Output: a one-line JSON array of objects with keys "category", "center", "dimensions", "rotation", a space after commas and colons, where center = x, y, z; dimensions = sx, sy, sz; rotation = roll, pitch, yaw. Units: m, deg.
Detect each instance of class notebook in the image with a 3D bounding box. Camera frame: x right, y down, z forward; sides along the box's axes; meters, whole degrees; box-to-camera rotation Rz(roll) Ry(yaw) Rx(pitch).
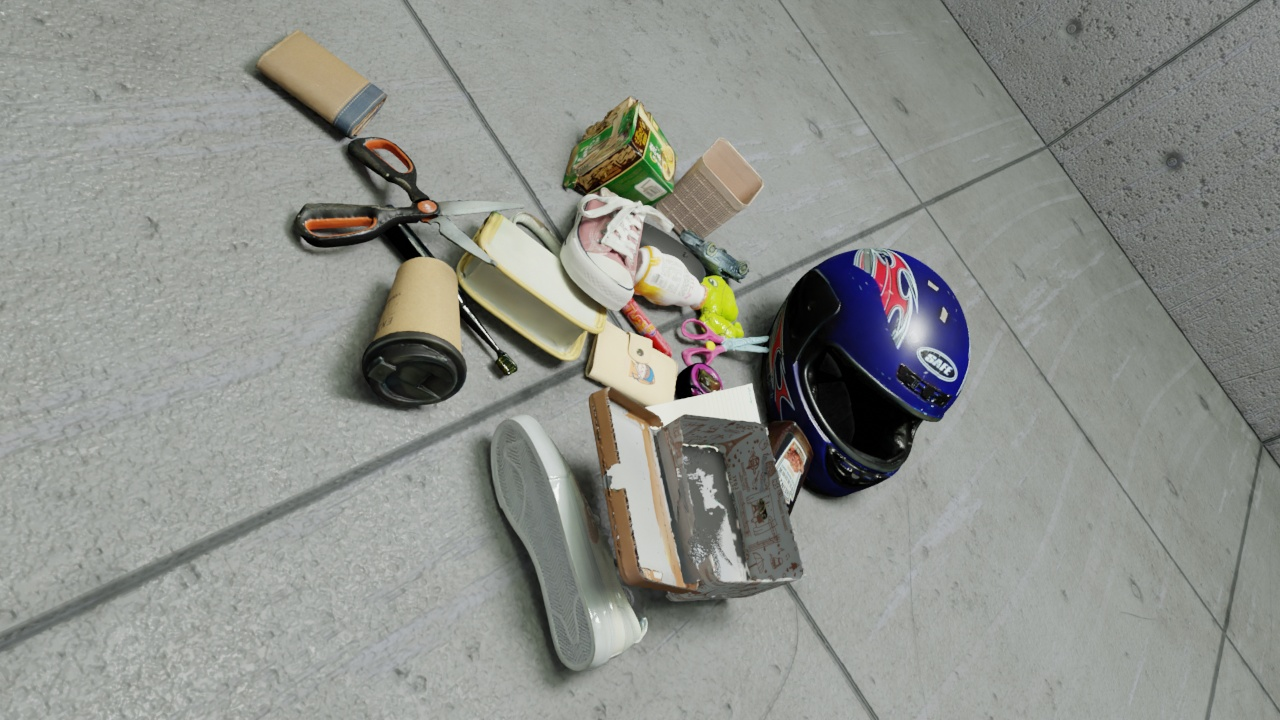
[{"category": "notebook", "center": [0.079, 0.113, 1.047], "dimensions": [0.208, 0.012, 0.150], "rotation": [-10, 85, -46]}]

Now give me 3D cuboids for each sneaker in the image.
[{"category": "sneaker", "center": [-0.061, 0.158, 0.853], "dimensions": [0.090, 0.090, 0.242], "rotation": [-4, 66, -47]}, {"category": "sneaker", "center": [-0.029, -0.148, 1.061], "dimensions": [0.118, 0.088, 0.240], "rotation": [34, 28, -20]}]

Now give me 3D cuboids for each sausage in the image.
[{"category": "sausage", "center": [-0.009, -0.059, 1.111], "dimensions": [0.156, 0.020, 0.020], "rotation": [52, 40, 1]}]

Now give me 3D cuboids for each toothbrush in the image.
[{"category": "toothbrush", "center": [-0.197, -0.069, 0.938], "dimensions": [0.212, 0.026, 0.027], "rotation": [51, 28, -2]}]

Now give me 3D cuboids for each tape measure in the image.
[{"category": "tape measure", "center": [0.072, 0.032, 1.104], "dimensions": [0.058, 0.039, 0.056], "rotation": [33, 44, -21]}]

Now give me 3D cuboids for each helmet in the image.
[{"category": "helmet", "center": [0.302, -0.002, 1.191], "dimensions": [0.247, 0.241, 0.314], "rotation": [26, 47, -25]}]

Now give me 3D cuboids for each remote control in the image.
[{"category": "remote control", "center": [0.029, -0.146, 1.187], "dimensions": [0.136, 0.024, 0.053], "rotation": [31, 42, -6]}]

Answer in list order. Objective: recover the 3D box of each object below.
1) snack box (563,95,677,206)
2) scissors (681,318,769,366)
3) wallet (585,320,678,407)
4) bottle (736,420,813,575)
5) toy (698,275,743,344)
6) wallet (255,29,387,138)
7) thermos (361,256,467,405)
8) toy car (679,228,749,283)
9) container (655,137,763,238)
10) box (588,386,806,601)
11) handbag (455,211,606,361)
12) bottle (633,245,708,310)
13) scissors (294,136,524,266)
[{"category": "snack box", "center": [-0.015, -0.253, 1.183], "dimensions": [0.105, 0.118, 0.117], "rotation": [40, 41, -29]}, {"category": "scissors", "center": [0.109, -0.029, 1.174], "dimensions": [0.137, 0.017, 0.073], "rotation": [-9, 79, -27]}, {"category": "wallet", "center": [-0.006, 0.006, 1.060], "dimensions": [0.115, 0.024, 0.087], "rotation": [28, 50, -24]}, {"category": "bottle", "center": [0.146, 0.159, 1.060], "dimensions": [0.080, 0.044, 0.194], "rotation": [57, 46, -29]}, {"category": "toy", "center": [0.101, -0.068, 1.210], "dimensions": [0.096, 0.031, 0.099], "rotation": [32, 49, -19]}, {"category": "wallet", "center": [-0.334, -0.292, 0.968], "dimensions": [0.115, 0.033, 0.090], "rotation": [36, 40, -16]}, {"category": "thermos", "center": [-0.206, -0.028, 0.857], "dimensions": [0.093, 0.093, 0.143], "rotation": [24, 40, -29]}, {"category": "toy car", "center": [0.098, -0.140, 1.235], "dimensions": [0.120, 0.037, 0.054], "rotation": [26, 10, -45]}, {"category": "container", "center": [0.091, -0.226, 1.253], "dimensions": [0.090, 0.111, 0.090], "rotation": [45, 41, -8]}, {"category": "box", "center": [0.040, 0.135, 0.887], "dimensions": [0.259, 0.111, 0.178], "rotation": [9, 59, -40]}, {"category": "handbag", "center": [-0.114, -0.095, 1.019], "dimensions": [0.163, 0.063, 0.178], "rotation": [37, 28, -18]}, {"category": "bottle", "center": [0.033, -0.098, 1.144], "dimensions": [0.108, 0.063, 0.063], "rotation": [23, 49, -29]}, {"category": "scissors", "center": [-0.234, -0.157, 0.916], "dimensions": [0.220, 0.022, 0.234], "rotation": [-23, 58, -31]}]
